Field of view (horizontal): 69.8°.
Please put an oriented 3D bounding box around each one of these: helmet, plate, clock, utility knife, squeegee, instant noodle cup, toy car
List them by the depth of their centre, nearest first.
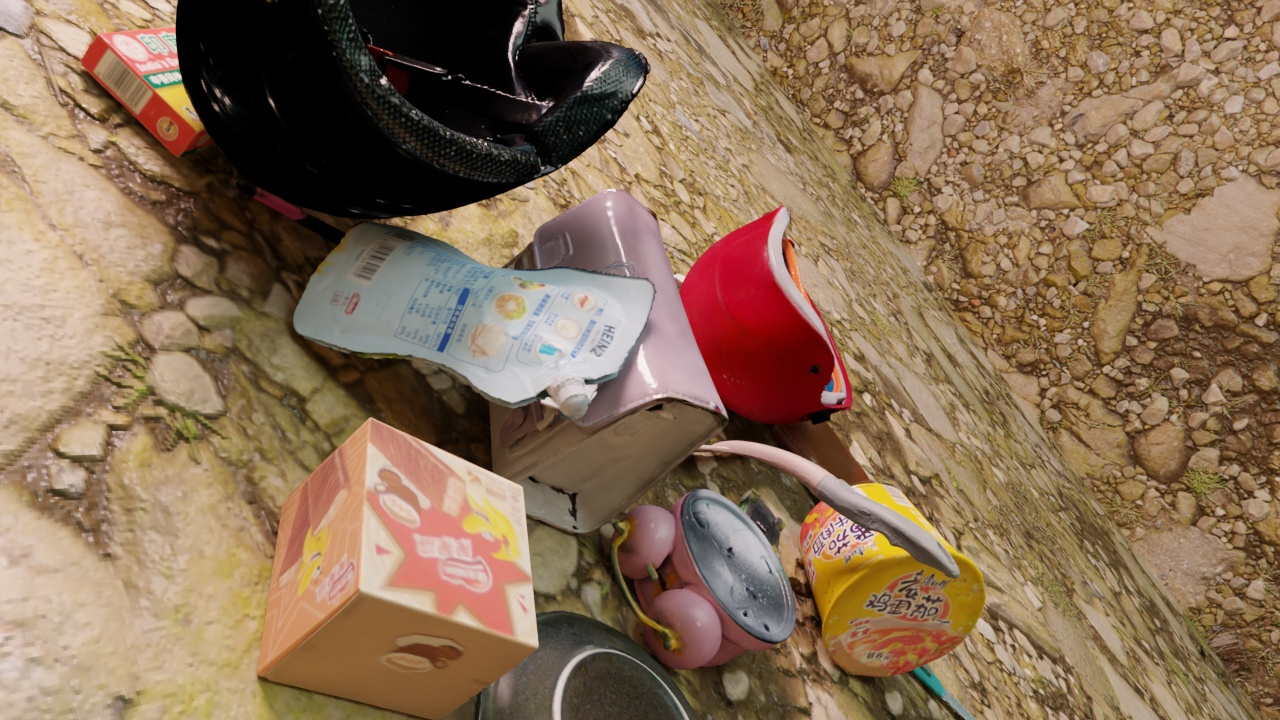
[{"bbox_3d":[-0.010,0.212,0.494,0.179,0.024,0.179,39,26,-23],"label":"plate"},{"bbox_3d":[-0.144,-0.214,0.557,0.233,0.231,0.274,46,36,-41],"label":"helmet"},{"bbox_3d":[0.037,0.150,0.622,0.158,0.060,0.117,18,40,-52],"label":"clock"},{"bbox_3d":[0.135,0.101,0.720,0.250,0.040,0.247,23,7,33],"label":"squeegee"},{"bbox_3d":[0.092,0.142,0.753,0.043,0.036,0.091,47,25,-4],"label":"toy car"},{"bbox_3d":[0.202,0.179,0.780,0.138,0.138,0.109,36,16,-28],"label":"instant noodle cup"},{"bbox_3d":[0.257,0.282,0.859,0.216,0.013,0.029,45,25,-10],"label":"utility knife"},{"bbox_3d":[0.119,-0.024,0.920,0.240,0.144,0.206,47,26,-58],"label":"helmet"}]

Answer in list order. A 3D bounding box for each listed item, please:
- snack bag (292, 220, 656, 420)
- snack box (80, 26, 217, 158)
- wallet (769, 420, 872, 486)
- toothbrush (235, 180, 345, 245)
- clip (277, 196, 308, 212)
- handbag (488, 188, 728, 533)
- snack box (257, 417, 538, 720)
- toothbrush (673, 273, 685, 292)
[{"bbox_3d":[-0.096,-0.028,0.537,0.191,0.039,0.110,16,44,12],"label":"snack bag"},{"bbox_3d":[-0.278,-0.183,0.605,0.077,0.027,0.155,46,24,-9],"label":"snack box"},{"bbox_3d":[0.198,0.107,0.997,0.101,0.032,0.124,55,24,20],"label":"wallet"},{"bbox_3d":[-0.184,-0.070,0.621,0.189,0.014,0.017,30,40,-37],"label":"toothbrush"},{"bbox_3d":[-0.212,-0.133,0.640,0.092,0.035,0.103,22,41,-44],"label":"clip"},{"bbox_3d":[-0.035,-0.007,0.613,0.098,0.145,0.196,33,32,-40],"label":"handbag"},{"bbox_3d":[-0.109,0.098,0.424,0.092,0.077,0.094,32,30,-35],"label":"snack box"},{"bbox_3d":[-0.018,-0.097,0.912,0.180,0.016,0.016,16,39,-34],"label":"toothbrush"}]
